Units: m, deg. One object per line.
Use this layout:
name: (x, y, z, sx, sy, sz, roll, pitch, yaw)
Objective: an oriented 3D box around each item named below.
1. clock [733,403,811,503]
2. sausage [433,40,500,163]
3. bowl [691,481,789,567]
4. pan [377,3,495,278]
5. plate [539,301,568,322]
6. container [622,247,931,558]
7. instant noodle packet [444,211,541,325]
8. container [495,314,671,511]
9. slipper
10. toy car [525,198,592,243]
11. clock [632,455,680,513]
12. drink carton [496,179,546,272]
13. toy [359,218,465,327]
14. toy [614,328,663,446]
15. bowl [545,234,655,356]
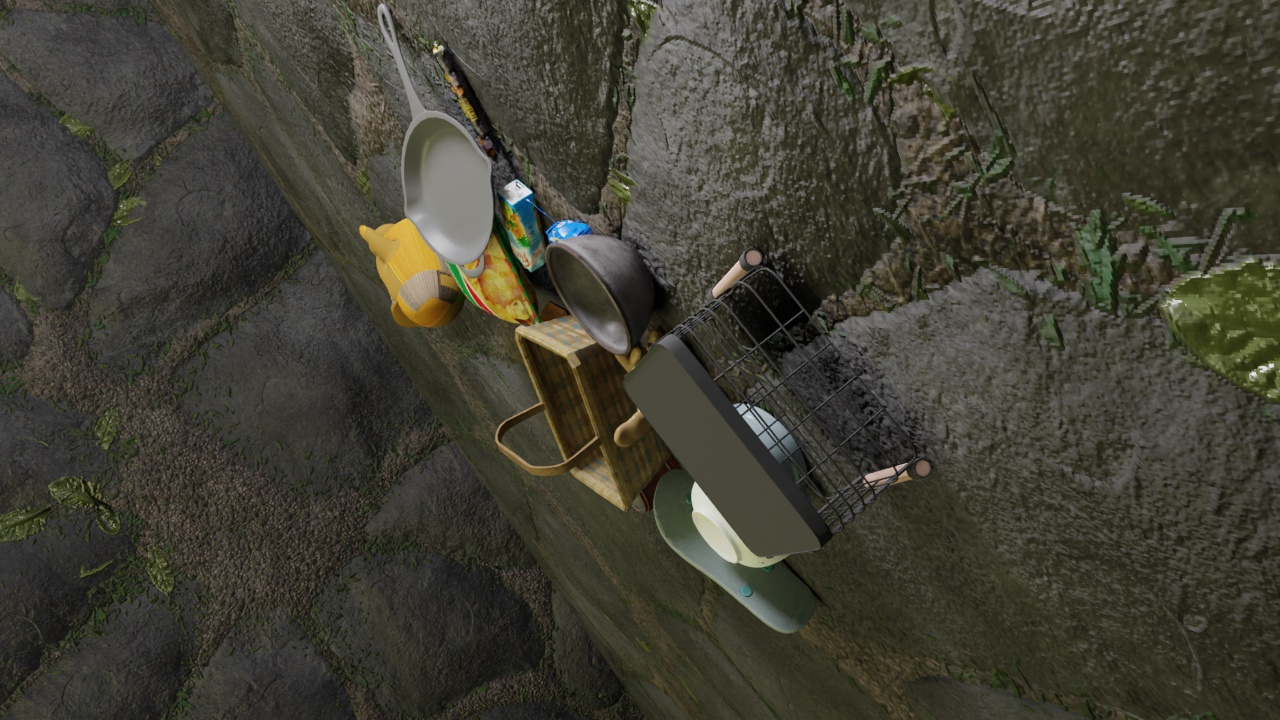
clock: (0.124, 0.121, 0.989, 0.159, 0.045, 0.123, 59, 149, -3)
sausage: (-0.204, -0.304, 1.085, 0.020, 0.020, 0.155, 23, 145, 56)
bowl: (0.118, 0.197, 1.136, 0.153, 0.072, 0.154, 44, 158, 22)
pan: (-0.261, -0.277, 1.163, 0.217, 0.024, 0.354, -13, 98, 48)
plate: (-0.116, -0.022, 1.340, 0.131, 0.025, 0.131, 47, 155, 30)
container: (0.110, 0.046, 0.799, 0.241, 0.130, 0.163, 52, 161, 4)
instant noodle packet: (-0.227, -0.147, 1.304, 0.253, 0.090, 0.196, 26, 145, 56)
container: (-0.086, 0.077, 1.178, 0.158, 0.186, 0.250, 25, 141, 51)
slipper: (0.112, 0.259, 1.219, 0.269, 0.098, 0.055, 44, 158, 21)
toy car: (-0.099, -0.163, 1.061, 0.062, 0.033, 0.092, 53, 162, -22)
clock: (-0.006, 0.163, 1.363, 0.158, 0.072, 0.120, 12, 136, 61)
drink carton: (-0.147, -0.168, 1.163, 0.044, 0.038, 0.129, 42, 158, 29)
toy: (-0.345, -0.130, 1.456, 0.198, 0.163, 0.203, 19, -149, -40)
toy: (0.016, 0.024, 1.039, 0.108, 0.134, 0.106, -116, 10, -45)
bowl: (-0.034, -0.083, 1.005, 0.145, 0.067, 0.145, 45, 160, 22)
